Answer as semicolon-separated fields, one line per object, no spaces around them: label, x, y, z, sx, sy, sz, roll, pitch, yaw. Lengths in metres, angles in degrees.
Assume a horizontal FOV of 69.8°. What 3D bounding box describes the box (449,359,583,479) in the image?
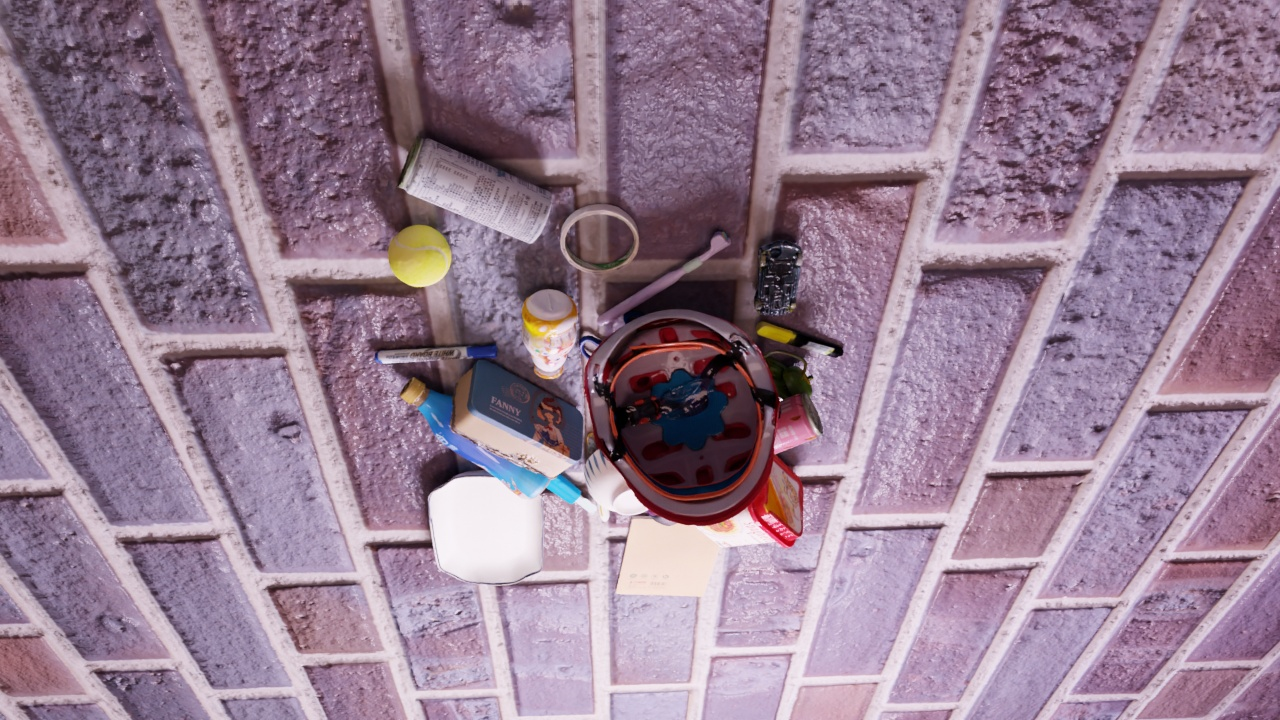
box;-0.157;0.072;1.138;0.184;0.089;0.061;31;129;-33

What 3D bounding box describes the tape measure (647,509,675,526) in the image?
tape measure;0.040;0.205;1.298;0.058;0.057;0.039;-41;125;20

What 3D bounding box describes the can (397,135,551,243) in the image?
can;-0.165;-0.171;0.924;0.146;0.058;0.058;21;129;-21

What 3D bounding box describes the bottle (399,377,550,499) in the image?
bottle;-0.208;0.095;1.167;0.218;0.065;0.065;40;121;-22

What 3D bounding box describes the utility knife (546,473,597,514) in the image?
utility knife;-0.121;0.168;1.278;0.034;0.018;0.188;-31;126;22

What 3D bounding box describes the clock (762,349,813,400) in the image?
clock;0.146;0.042;1.147;0.116;0.056;0.162;16;131;-19

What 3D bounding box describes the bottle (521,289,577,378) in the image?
bottle;-0.106;-0.028;1.062;0.063;0.063;0.109;2;134;-5

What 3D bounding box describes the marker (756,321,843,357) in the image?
marker;0.195;-0.025;1.116;0.124;0.015;0.018;16;132;-21

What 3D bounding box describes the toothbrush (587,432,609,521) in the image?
toothbrush;-0.059;0.169;1.285;0.016;0.018;0.192;-3;133;2

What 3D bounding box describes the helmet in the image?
helmet;0.053;0.058;1.053;0.207;0.144;0.240;-16;94;6

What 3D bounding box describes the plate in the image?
plate;-0.221;0.241;1.334;0.162;0.034;0.266;1;134;-4

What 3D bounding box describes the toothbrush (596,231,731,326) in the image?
toothbrush;0.021;-0.089;1.040;0.190;0.021;0.029;-32;160;27

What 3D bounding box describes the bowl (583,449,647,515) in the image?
bowl;-0.014;0.165;1.236;0.116;0.066;0.117;-9;135;-9

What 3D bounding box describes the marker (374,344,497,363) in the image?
marker;-0.246;-0.008;1.106;0.146;0.016;0.017;-3;134;0

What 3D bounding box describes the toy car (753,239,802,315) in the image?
toy car;0.154;-0.094;1.033;0.049;0.031;0.106;-2;135;-2

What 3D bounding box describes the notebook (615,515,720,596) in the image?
notebook;0.046;0.309;1.432;0.147;0.008;0.208;4;134;-7

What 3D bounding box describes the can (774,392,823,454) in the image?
can;0.143;0.091;1.114;0.147;0.057;0.058;-24;131;18

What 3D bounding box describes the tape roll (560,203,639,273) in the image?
tape roll;-0.045;-0.131;0.999;0.086;0.013;0.086;-1;134;-2

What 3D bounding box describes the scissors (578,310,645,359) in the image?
scissors;0.002;-0.002;1.128;0.163;0.012;0.161;10;133;-15

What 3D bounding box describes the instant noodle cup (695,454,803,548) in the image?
instant noodle cup;0.148;0.200;1.269;0.124;0.116;0.116;-22;132;33

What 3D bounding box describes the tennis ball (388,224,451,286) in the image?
tennis ball;-0.234;-0.111;0.973;0.065;0.065;0.066;-2;134;-2
